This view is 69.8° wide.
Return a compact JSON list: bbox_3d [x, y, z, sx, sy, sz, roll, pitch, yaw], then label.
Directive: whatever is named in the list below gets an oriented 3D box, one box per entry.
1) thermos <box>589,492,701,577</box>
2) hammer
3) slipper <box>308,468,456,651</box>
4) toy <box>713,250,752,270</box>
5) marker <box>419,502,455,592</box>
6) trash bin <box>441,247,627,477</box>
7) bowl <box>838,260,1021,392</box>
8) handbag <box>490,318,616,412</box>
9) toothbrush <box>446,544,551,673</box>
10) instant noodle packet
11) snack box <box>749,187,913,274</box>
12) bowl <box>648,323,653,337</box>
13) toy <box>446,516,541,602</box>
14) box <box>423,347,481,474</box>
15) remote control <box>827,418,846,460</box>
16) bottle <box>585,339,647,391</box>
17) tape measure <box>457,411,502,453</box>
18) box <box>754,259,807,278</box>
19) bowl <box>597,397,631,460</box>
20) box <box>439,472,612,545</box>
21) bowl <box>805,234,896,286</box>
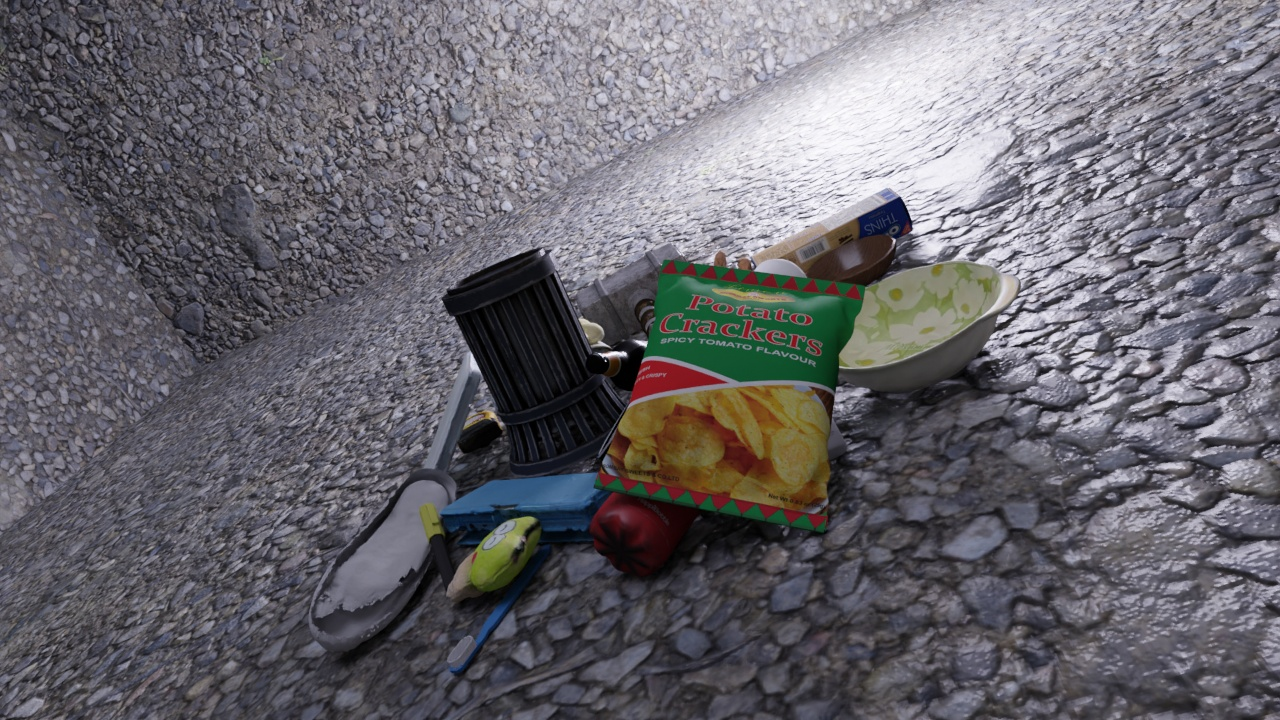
[{"bbox_3d":[0.044,0.098,0.866,0.073,0.073,0.239,-10,27,43],"label":"thermos"},{"bbox_3d":[0.018,-0.056,1.283,0.177,0.079,0.326,-29,25,1],"label":"hammer"},{"bbox_3d":[-0.281,0.220,1.014,0.112,0.075,0.246,10,34,12],"label":"slipper"},{"bbox_3d":[0.111,-0.108,1.269,0.074,0.085,0.106,-13,4,-20],"label":"toy"},{"bbox_3d":[-0.216,0.199,0.985,0.017,0.021,0.123,-3,35,-26],"label":"marker"},{"bbox_3d":[-0.123,-0.004,1.076,0.164,0.227,0.164,-22,14,5],"label":"trash bin"},{"bbox_3d":[0.262,-0.024,0.886,0.220,0.060,0.187,-9,28,41],"label":"bowl"},{"bbox_3d":[-0.122,0.013,1.220,0.171,0.123,0.112,-28,25,-13],"label":"handbag"},{"bbox_3d":[-0.131,0.229,0.871,0.016,0.014,0.166,-14,24,36],"label":"toothbrush"},{"bbox_3d":[0.085,0.019,0.820,0.196,0.090,0.252,9,59,13],"label":"instant noodle packet"},{"bbox_3d":[0.254,-0.155,1.221,0.207,0.057,0.056,-26,24,8],"label":"snack box"},{"bbox_3d":[0.100,-0.006,0.996,0.178,0.081,0.178,-6,-6,-1],"label":"bowl"},{"bbox_3d":[-0.148,0.201,0.906,0.115,0.046,0.092,-38,9,26],"label":"toy"},{"bbox_3d":[-0.248,0.077,1.204,0.188,0.037,0.209,-118,49,-66],"label":"box"},{"bbox_3d":[0.167,0.060,0.879,0.033,0.012,0.130,-24,20,7],"label":"remote control"},{"bbox_3d":[-0.006,0.006,1.049,0.059,0.059,0.181,-18,-11,27],"label":"bottle"},{"bbox_3d":[-0.225,0.100,1.274,0.065,0.037,0.064,-31,20,-12],"label":"tape measure"},{"bbox_3d":[0.128,-0.065,1.141,0.151,0.080,0.106,-7,30,38],"label":"box"},{"bbox_3d":[0.014,0.069,0.969,0.120,0.066,0.120,-58,2,2],"label":"bowl"},{"bbox_3d":[-0.108,0.160,0.985,0.232,0.052,0.093,-11,10,40],"label":"box"},{"bbox_3d":[0.265,-0.114,1.141,0.118,0.030,0.117,-26,20,10],"label":"bowl"}]
